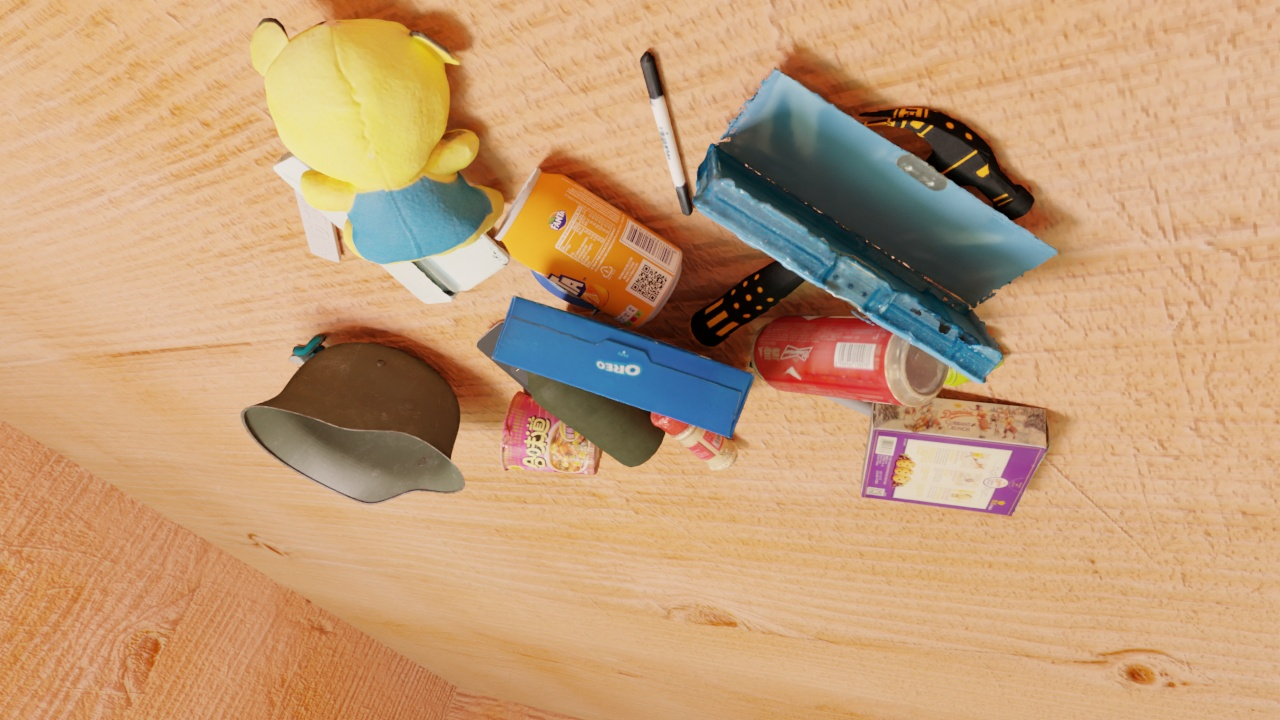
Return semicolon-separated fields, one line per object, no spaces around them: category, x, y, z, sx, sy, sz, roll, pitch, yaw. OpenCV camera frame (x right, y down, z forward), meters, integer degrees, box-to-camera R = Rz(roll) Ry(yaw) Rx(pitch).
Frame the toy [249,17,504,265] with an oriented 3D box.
toy;-0.194;-0.162;0.705;0.149;0.084;0.214;-18;139;-6

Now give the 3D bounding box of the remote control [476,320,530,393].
remote control;-0.115;0.015;1.016;0.045;0.008;0.146;-37;117;20

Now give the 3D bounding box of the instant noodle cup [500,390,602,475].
instant noodle cup;-0.100;0.092;1.089;0.109;0.097;0.098;9;149;6

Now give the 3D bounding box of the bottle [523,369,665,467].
bottle;-0.066;0.035;0.985;0.206;0.071;0.072;38;147;-26

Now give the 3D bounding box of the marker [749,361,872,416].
marker;0.170;0.025;0.868;0.140;0.016;0.016;23;150;-2

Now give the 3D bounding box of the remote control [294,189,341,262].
remote control;-0.324;-0.143;0.925;0.033;0.012;0.131;20;150;0

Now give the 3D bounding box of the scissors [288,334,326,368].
scissors;-0.426;-0.007;1.209;0.128;0.019;0.153;20;152;8

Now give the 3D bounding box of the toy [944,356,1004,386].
toy;0.242;-0.004;0.755;0.093;0.036;0.094;31;143;-21

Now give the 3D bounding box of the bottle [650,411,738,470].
bottle;0.060;0.080;1.003;0.044;0.044;0.109;-14;135;46

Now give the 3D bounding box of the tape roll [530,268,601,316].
tape roll;-0.056;-0.082;0.843;0.093;0.016;0.092;34;148;-20

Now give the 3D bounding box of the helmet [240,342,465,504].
helmet;-0.320;0.066;1.119;0.268;0.153;0.227;20;149;4

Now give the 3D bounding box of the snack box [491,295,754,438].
snack box;-0.005;0.005;0.802;0.195;0.056;0.239;18;-179;5

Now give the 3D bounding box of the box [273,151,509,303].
box;-0.231;-0.132;0.846;0.137;0.049;0.197;-17;131;38

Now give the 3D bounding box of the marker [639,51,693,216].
marker;0.021;-0.161;0.671;0.011;0.011;0.152;9;148;22

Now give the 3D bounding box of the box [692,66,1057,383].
box;0.156;-0.092;0.602;0.231;0.094;0.102;30;117;-10

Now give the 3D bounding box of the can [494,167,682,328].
can;-0.041;-0.092;0.754;0.142;0.079;0.079;31;149;-14

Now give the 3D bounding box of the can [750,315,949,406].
can;0.164;-0.002;0.741;0.067;0.067;0.170;40;162;-28

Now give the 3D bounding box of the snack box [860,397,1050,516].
snack box;0.285;0.090;0.855;0.148;0.040;0.143;6;147;12

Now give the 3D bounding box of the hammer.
hammer;0.132;-0.083;0.704;0.123;0.036;0.322;33;146;-16
